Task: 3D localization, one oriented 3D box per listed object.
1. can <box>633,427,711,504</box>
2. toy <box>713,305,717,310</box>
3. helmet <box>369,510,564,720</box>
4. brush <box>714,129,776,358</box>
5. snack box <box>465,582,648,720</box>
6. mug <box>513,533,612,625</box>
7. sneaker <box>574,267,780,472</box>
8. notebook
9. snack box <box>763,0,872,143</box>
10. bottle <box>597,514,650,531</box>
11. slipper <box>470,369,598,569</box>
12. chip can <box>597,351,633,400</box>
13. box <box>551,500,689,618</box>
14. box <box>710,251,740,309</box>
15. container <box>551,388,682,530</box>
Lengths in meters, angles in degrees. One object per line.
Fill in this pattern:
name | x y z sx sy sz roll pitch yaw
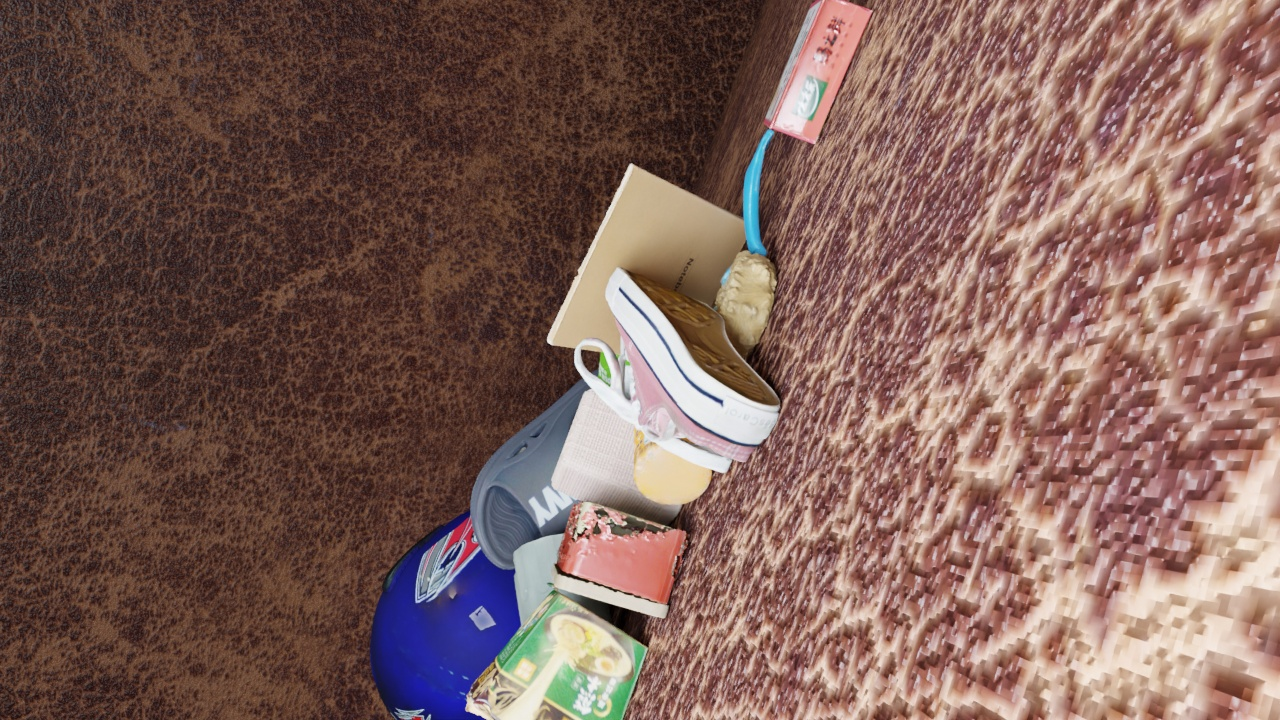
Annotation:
can | 0.024 0.049 0.732 0.145 0.058 0.058 -90 19 -60
toy | 0.072 -0.019 0.805 0.091 0.030 0.097 -79 14 -46
helmet | -0.161 0.281 1.062 0.241 0.247 0.314 -51 2 32
brush | 0.091 -0.104 0.762 0.083 0.046 0.254 111 172 -53
snack box | -0.055 0.241 0.697 0.105 0.117 0.118 -58 3 -13
mug | -0.085 0.235 0.885 0.124 0.083 0.103 -41 54 44
sneaker | 0.017 0.009 0.625 0.088 0.118 0.241 -61 25 16
notebook | 0.016 -0.070 0.761 0.207 0.008 0.148 8 -69 -58
snack box | 0.148 -0.245 0.777 0.127 0.044 0.113 -74 6 -72
bottle | -0.019 0.157 0.904 0.109 0.063 0.063 114 175 -62
slipper | -0.073 0.102 0.972 0.083 0.111 0.267 -13 29 52
chip can | -0.005 0.005 0.877 0.072 0.072 0.236 -74 -7 -62
box | -0.020 0.146 0.726 0.168 0.091 0.080 123 164 -78
box | 0.034 -0.078 0.936 0.185 0.059 0.089 -7 53 53
container | -0.013 0.087 0.818 0.090 0.111 0.089 116 175 -63
